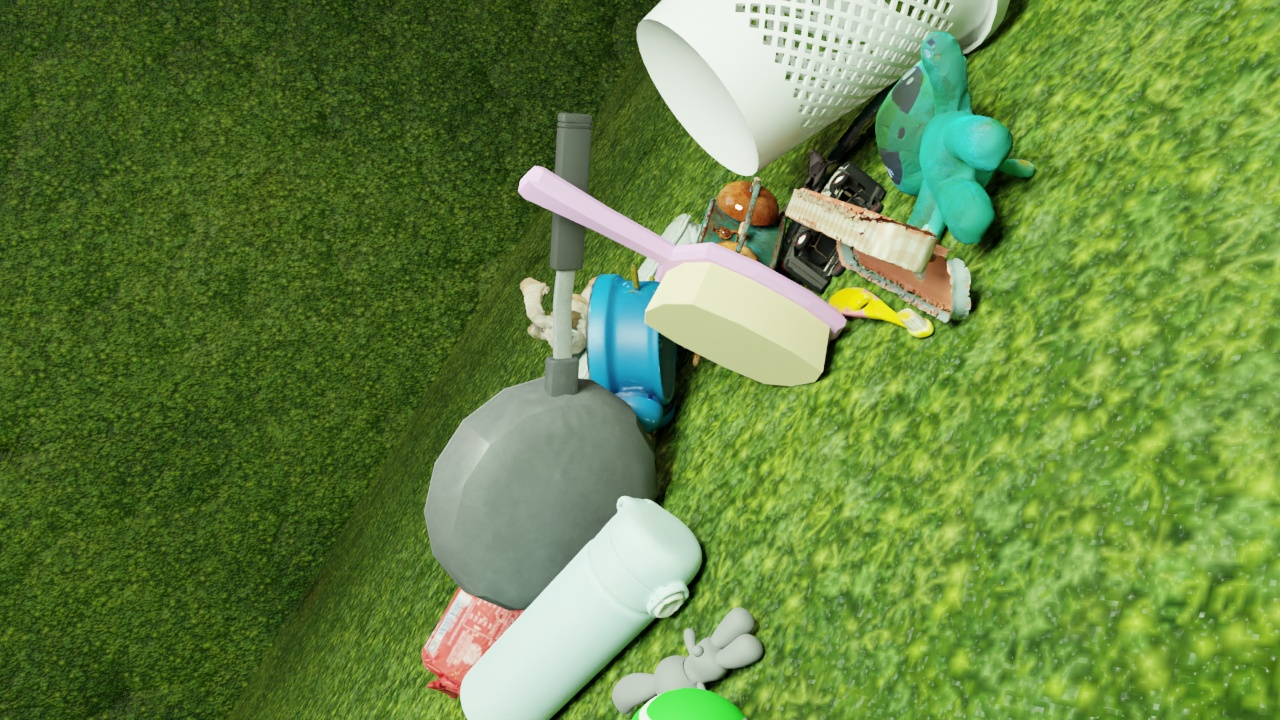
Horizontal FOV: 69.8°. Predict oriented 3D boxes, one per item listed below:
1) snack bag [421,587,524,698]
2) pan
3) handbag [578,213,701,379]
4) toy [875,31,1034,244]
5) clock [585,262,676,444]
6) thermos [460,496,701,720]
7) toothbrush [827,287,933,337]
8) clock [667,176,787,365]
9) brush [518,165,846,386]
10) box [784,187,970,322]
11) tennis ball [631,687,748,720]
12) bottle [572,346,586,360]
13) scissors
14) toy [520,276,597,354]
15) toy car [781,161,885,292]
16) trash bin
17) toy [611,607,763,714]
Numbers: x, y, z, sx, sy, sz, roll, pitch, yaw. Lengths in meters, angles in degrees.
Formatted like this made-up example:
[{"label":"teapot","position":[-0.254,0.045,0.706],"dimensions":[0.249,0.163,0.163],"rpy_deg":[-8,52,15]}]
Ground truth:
[{"label":"snack bag","position":[-0.118,0.206,0.779],"dimensions":[0.176,0.082,0.082],"rpy_deg":[-61,16,-17]},{"label":"pan","position":[-0.054,0.016,0.627],"dimensions":[0.041,0.178,0.358],"rpy_deg":[30,120,54]},{"label":"handbag","position":[0.014,-0.045,0.890],"dimensions":[0.195,0.072,0.139],"rpy_deg":[-56,7,2]},{"label":"toy","position":[0.186,-0.132,0.553],"dimensions":[0.193,0.072,0.131],"rpy_deg":[-86,-2,-60]},{"label":"clock","position":[-0.005,0.004,0.757],"dimensions":[0.116,0.060,0.161],"rpy_deg":[-7,-86,-80]},{"label":"thermos","position":[-0.041,0.178,0.617],"dimensions":[0.207,0.065,0.078],"rpy_deg":[-49,46,24]},{"label":"toothbrush","position":[0.144,-0.032,0.571],"dimensions":[0.021,0.016,0.135],"rpy_deg":[-51,16,2]},{"label":"clock","position":[0.074,-0.070,0.697],"dimensions":[0.158,0.073,0.121],"rpy_deg":[105,-177,-63]},{"label":"brush","position":[0.022,-0.049,0.582],"dimensions":[0.089,0.228,0.043],"rpy_deg":[-18,49,65]},{"label":"box","position":[0.141,-0.071,0.557],"dimensions":[0.048,0.085,0.187],"rpy_deg":[-59,12,11]},{"label":"tennis ball","position":[0.023,0.183,0.415],"dimensions":[0.065,0.065,0.065],"rpy_deg":[-50,17,21]},{"label":"bottle","position":[-0.044,-0.017,1.018],"dimensions":[0.061,0.061,0.131],"rpy_deg":[-39,23,52]},{"label":"scissors","position":[0.165,-0.152,0.755],"dimensions":[0.203,0.015,0.201],"rpy_deg":[-45,21,36]},{"label":"toy","position":[-0.076,-0.043,0.883],"dimensions":[0.106,0.085,0.074],"rpy_deg":[-115,37,-72]},{"label":"toy car","position":[0.139,-0.097,0.670],"dimensions":[0.092,0.040,0.037],"rpy_deg":[-58,16,-4]},{"label":"trash bin","position":[0.116,-0.248,0.658],"dimensions":[0.199,0.195,0.195],"rpy_deg":[-40,15,-5]},{"label":"toy","position":[0.022,0.175,0.500],"dimensions":[0.112,0.030,0.049],"rpy_deg":[-44,34,23]}]
